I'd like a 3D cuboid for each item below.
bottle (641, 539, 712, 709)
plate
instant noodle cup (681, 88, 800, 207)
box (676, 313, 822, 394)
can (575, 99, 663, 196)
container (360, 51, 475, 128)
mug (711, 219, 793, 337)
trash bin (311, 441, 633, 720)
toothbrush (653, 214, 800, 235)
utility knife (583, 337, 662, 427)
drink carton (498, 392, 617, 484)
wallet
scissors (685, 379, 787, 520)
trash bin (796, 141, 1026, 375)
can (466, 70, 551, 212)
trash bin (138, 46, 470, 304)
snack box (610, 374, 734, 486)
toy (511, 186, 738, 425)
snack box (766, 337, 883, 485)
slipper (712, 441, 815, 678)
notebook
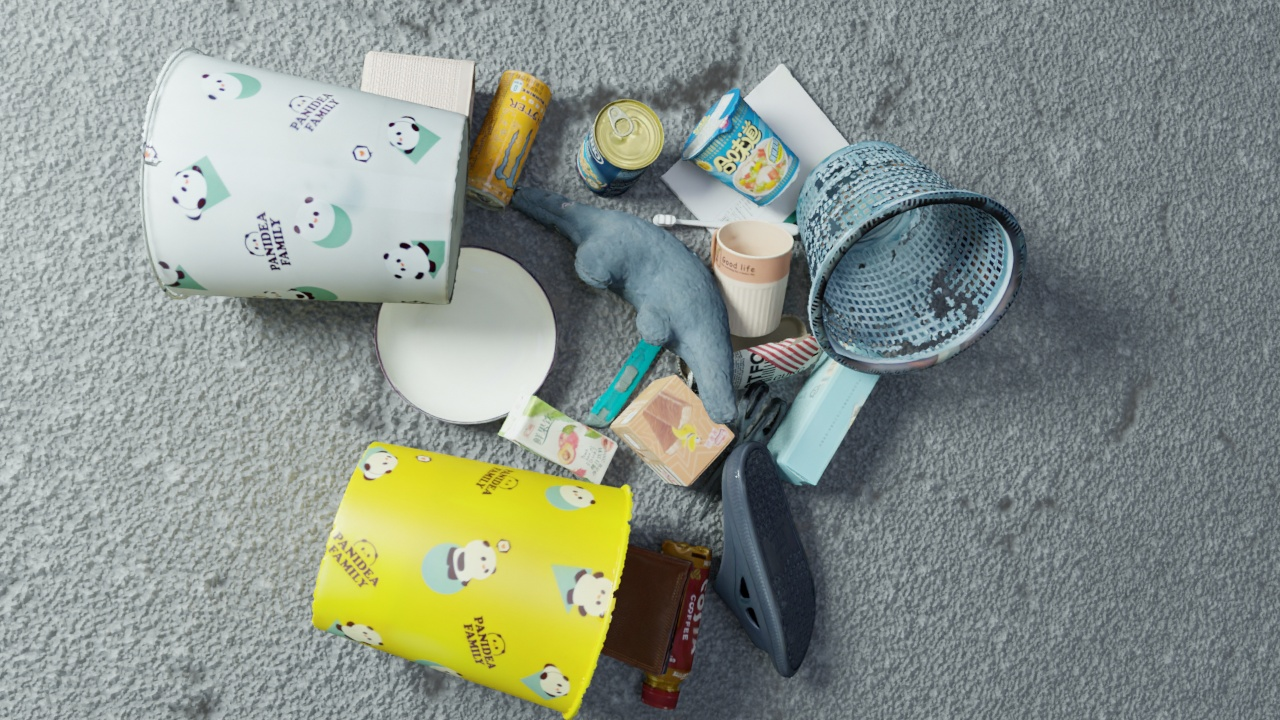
[{"bbox_3d":[0.036,0.288,1.004,0.057,0.057,0.174,12,83,-12],"label":"bottle"},{"bbox_3d":[-0.186,-0.026,0.987,0.192,0.039,0.192,1,85,-12],"label":"plate"},{"bbox_3d":[0.118,-0.232,1.036,0.110,0.099,0.099,36,79,-18],"label":"instant noodle cup"},{"bbox_3d":[0.120,-0.011,1.052,0.163,0.076,0.086,-16,51,-13],"label":"box"},{"bbox_3d":[-0.025,-0.229,1.004,0.075,0.111,0.075,2,84,-14],"label":"can"},{"bbox_3d":[-0.235,-0.270,0.972,0.111,0.090,0.090,7,84,-9],"label":"container"},{"bbox_3d":[0.114,-0.098,1.028,0.081,0.114,0.106,-18,131,-24],"label":"mug"},{"bbox_3d":[-0.160,0.200,0.890,0.255,0.230,0.229,16,82,-6],"label":"trash bin"},{"bbox_3d":[0.103,-0.157,1.065,0.180,0.016,0.016,2,94,-14],"label":"toothbrush"},{"bbox_3d":[-0.006,0.006,1.039,0.029,0.013,0.174,36,79,-9],"label":"utility knife"},{"bbox_3d":[-0.088,0.084,0.979,0.122,0.046,0.053,33,76,-33],"label":"drink carton"},{"bbox_3d":[-0.003,0.263,0.981,0.101,0.032,0.124,12,85,29],"label":"wallet"},{"bbox_3d":[0.106,0.098,1.038,0.164,0.014,0.163,-25,130,-33],"label":"scissors"},{"bbox_3d":[0.268,-0.129,0.999,0.226,0.194,0.227,-5,130,-6],"label":"trash bin"},{"bbox_3d":[-0.148,-0.240,1.003,0.058,0.058,0.146,21,81,-10],"label":"can"},{"bbox_3d":[-0.297,-0.157,0.865,0.252,0.230,0.229,6,84,-8],"label":"trash bin"},{"bbox_3d":[0.033,0.077,1.001,0.094,0.093,0.077,45,77,-5],"label":"snack box"},{"bbox_3d":[0.006,-0.084,0.992,0.356,0.092,0.137,45,52,15],"label":"toy"},{"bbox_3d":[0.209,0.058,1.052,0.051,0.074,0.174,35,79,-7],"label":"snack box"},{"bbox_3d":[0.127,0.218,1.020,0.110,0.083,0.268,-30,108,-53],"label":"slipper"},{"bbox_3d":[0.146,-0.231,1.092,0.209,0.012,0.150,-44,97,-11],"label":"notebook"}]
